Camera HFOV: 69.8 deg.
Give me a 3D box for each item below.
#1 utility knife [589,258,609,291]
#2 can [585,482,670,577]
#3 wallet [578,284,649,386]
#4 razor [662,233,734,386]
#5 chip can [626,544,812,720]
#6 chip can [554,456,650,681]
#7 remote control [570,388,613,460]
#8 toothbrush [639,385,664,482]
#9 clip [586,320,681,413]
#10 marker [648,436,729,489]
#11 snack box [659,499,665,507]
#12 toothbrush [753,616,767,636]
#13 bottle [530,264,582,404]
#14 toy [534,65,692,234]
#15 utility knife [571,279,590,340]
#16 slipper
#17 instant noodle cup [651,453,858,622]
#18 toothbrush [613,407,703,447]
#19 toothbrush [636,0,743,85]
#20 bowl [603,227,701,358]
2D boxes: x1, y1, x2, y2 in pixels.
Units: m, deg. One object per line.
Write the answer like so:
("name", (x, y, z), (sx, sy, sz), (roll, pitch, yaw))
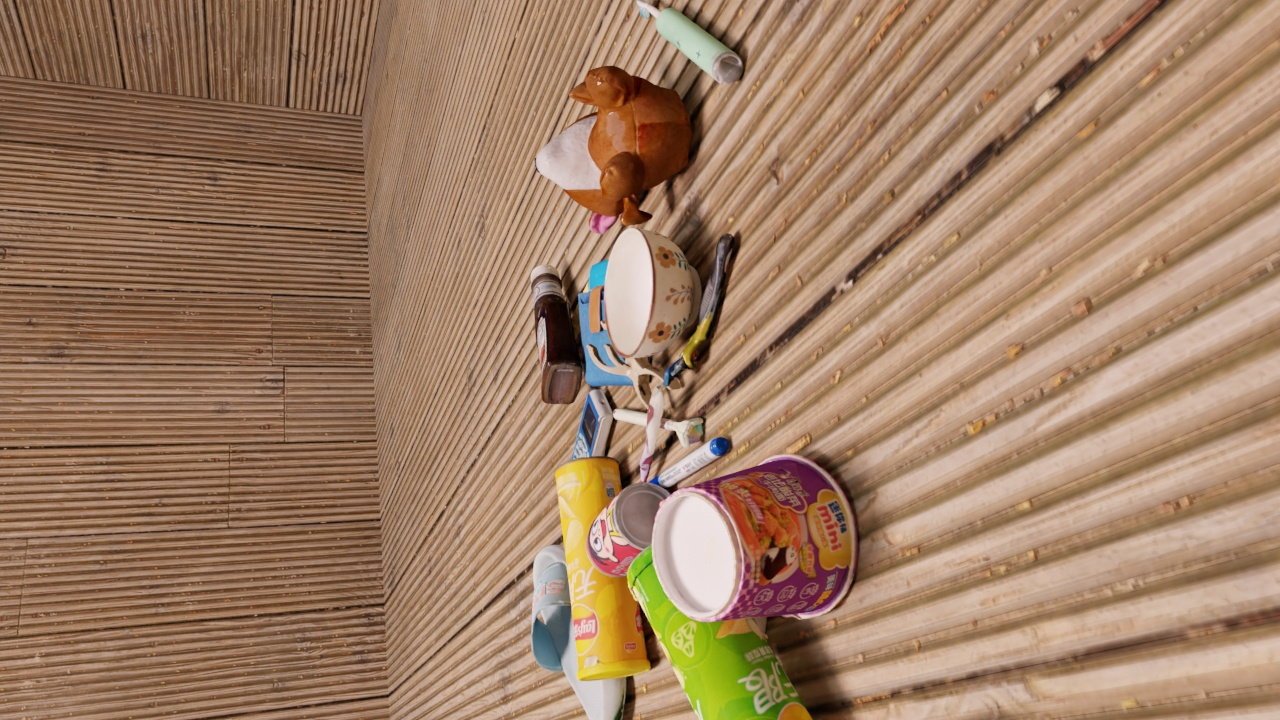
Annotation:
("utility knife", (-0.012, -0.094, 0.927), (0.207, 0.018, 0.034), (174, 93, -68))
("can", (-0.009, 0.160, 0.853), (0.094, 0.066, 0.066), (126, 139, -54))
("wallet", (-0.030, -0.026, 0.948), (0.133, 0.040, 0.106), (177, 89, -66))
("razor", (0.055, -0.041, 0.770), (0.042, 0.022, 0.143), (-42, -25, -57))
("chip can", (0.064, 0.219, 0.629), (0.221, 0.072, 0.073), (58, 142, 36))
("chip can", (-0.040, 0.207, 0.922), (0.072, 0.072, 0.213), (129, 137, -56))
("remote control", (-0.055, 0.094, 1.017), (0.049, 0.024, 0.125), (-118, 35, -49))
("toothbrush", (0.002, 0.092, 0.857), (0.188, 0.017, 0.016), (100, 152, -42))
("clip", (-0.001, -0.006, 0.852), (0.104, 0.034, 0.081), (33, 112, 36))
("marker", (0.040, 0.094, 0.805), (0.146, 0.017, 0.017), (135, 131, -59))
("snack box", (0.050, 0.186, 0.766), (0.075, 0.025, 0.152), (142, 125, -60))
("toothbrush", (0.079, 0.227, 0.695), (0.027, 0.026, 0.221), (-136, 50, -74))
("bottle", (-0.102, -0.039, 1.069), (0.194, 0.044, 0.080), (-104, 21, -45))
("toy", (-0.033, -0.193, 0.868), (0.200, 0.130, 0.140), (-175, 80, -77))
("utility knife", (-0.085, -0.031, 1.099), (0.195, 0.020, 0.031), (-55, 34, 43))
("slipper", (-0.082, 0.307, 1.014), (0.245, 0.074, 0.104), (-130, 44, -55))
("instant noodle cup", (0.070, 0.120, 0.600), (0.112, 0.099, 0.111), (1, 92, 49))
("toothbrush", (0.011, 0.059, 0.872), (0.029, 0.020, 0.190), (-60, 20, -10))
("toothbrush", (0.035, -0.291, 0.813), (0.224, 0.026, 0.027), (-120, 16, -50))
("bowl", (0.015, -0.058, 0.810), (0.114, 0.062, 0.113), (-179, 90, -66))
